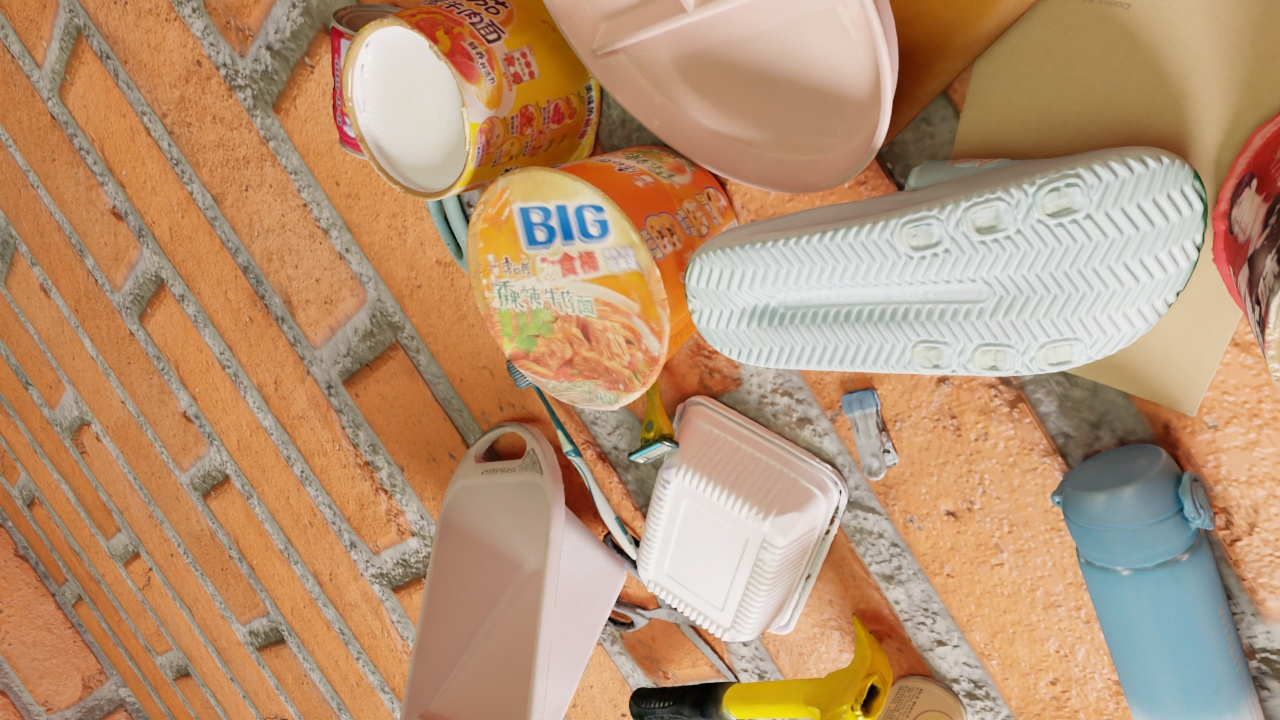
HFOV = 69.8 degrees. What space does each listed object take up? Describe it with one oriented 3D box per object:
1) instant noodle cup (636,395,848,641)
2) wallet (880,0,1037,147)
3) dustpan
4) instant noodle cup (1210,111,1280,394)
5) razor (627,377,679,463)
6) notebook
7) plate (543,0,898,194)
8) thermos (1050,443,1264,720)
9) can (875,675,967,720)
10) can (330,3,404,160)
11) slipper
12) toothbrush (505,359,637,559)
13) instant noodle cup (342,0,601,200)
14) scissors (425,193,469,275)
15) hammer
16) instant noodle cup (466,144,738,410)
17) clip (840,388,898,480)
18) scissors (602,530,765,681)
[{"bbox_3d":[0.059,0.127,0.660,0.138,0.060,0.174,29,132,22],"label":"instant noodle cup"},{"bbox_3d":[0.121,-0.188,0.436,0.119,0.035,0.131,47,137,3],"label":"wallet"},{"bbox_3d":[-0.135,0.196,0.750,0.139,0.272,0.223,46,146,-23],"label":"dustpan"},{"bbox_3d":[0.287,-0.032,0.333,0.138,0.108,0.138,16,126,23],"label":"instant noodle cup"},{"bbox_3d":[-0.004,0.004,0.642,0.043,0.028,0.132,-33,69,51],"label":"razor"},{"bbox_3d":[0.221,-0.087,0.433,0.149,0.012,0.212,23,128,28],"label":"notebook"},{"bbox_3d":[0.029,-0.176,0.455,0.229,0.028,0.230,37,163,13],"label":"plate"},{"bbox_3d":[0.283,0.150,0.487,0.070,0.070,0.220,-11,108,42],"label":"thermos"},{"bbox_3d":[0.173,0.270,0.612,0.058,0.116,0.059,20,127,29],"label":"can"},{"bbox_3d":[-0.186,-0.198,0.657,0.066,0.066,0.094,30,131,22],"label":"can"},{"bbox_3d":[0.142,-0.048,0.462,0.246,0.074,0.104,-5,120,26],"label":"slipper"},{"bbox_3d":[-0.056,0.075,0.727,0.191,0.018,0.016,58,167,11],"label":"toothbrush"},{"bbox_3d":[-0.111,-0.169,0.583,0.138,0.109,0.138,19,126,28],"label":"instant noodle cup"},{"bbox_3d":[-0.118,-0.086,0.691,0.181,0.019,0.171,45,149,17],"label":"scissors"},{"bbox_3d":[0.075,0.259,0.698,0.033,0.128,0.302,51,144,-4],"label":"hammer"},{"bbox_3d":[-0.015,-0.060,0.568,0.151,0.111,0.152,21,127,29],"label":"instant noodle cup"},{"bbox_3d":[0.142,0.045,0.571,0.024,0.027,0.056,-14,96,41],"label":"clip"},{"bbox_3d":[0.022,0.215,0.775,0.181,0.014,0.160,53,135,-1],"label":"scissors"}]
